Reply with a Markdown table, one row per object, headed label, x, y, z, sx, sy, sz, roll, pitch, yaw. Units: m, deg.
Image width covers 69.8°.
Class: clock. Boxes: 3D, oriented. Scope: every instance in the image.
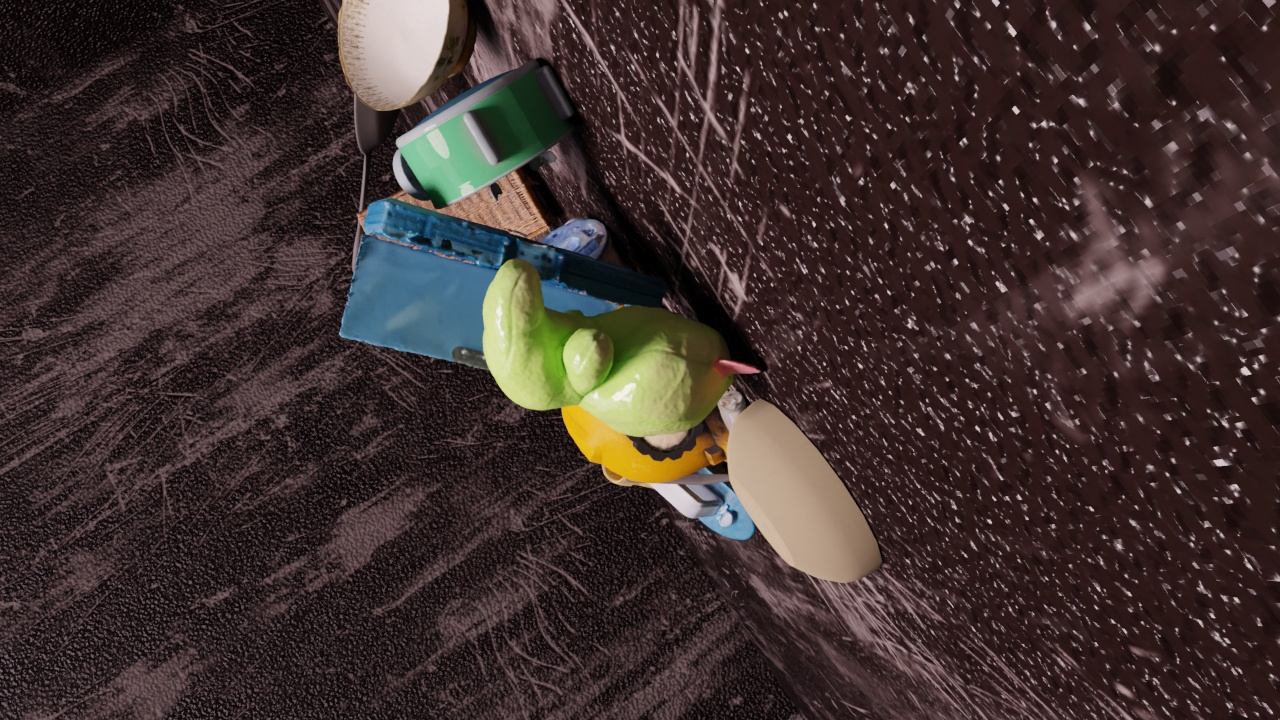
| label | x | y | z | sx | sy | sz | roll | pitch | yaw |
| --- | --- | --- | --- | --- | --- | --- | --- | --- | --- |
| clock | -0.125 | -0.164 | 0.699 | 0.162 | 0.121 | 0.075 | -2 | 124 | 54 |
| clock | -0.066 | -0.090 | 0.850 | 0.052 | 0.089 | 0.125 | 53 | 176 | -39 |

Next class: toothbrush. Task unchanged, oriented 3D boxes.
| label | x | y | z | sx | sy | sz | roll | pitch | yaw |
| --- | --- | --- | --- | --- | --- | --- | --- | --- | --- |
| toothbrush | 0.100 | 0.088 | 0.798 | 0.186 | 0.024 | 0.022 | 63 | -150 | -45 |
| toothbrush | 0.051 | 0.119 | 0.923 | 0.168 | 0.012 | 0.013 | -4 | 142 | 37 |

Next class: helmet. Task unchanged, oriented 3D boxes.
| label | x | y | z | sx | sy | sz | roll | pitch | yaw |
| --- | --- | --- | --- | --- | --- | --- | --- | --- | --- |
| helmet | -0.008 | 0.045 | 0.894 | 0.205 | 0.131 | 0.255 | 57 | 174 | -10 |

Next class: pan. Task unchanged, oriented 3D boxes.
| label | x | y | z | sx | sy | sz | roll | pitch | yaw |
| --- | --- | --- | --- | --- | --- | --- | --- | --- | --- |
| pan | -0.291 | -0.265 | 1.025 | 0.216 | 0.024 | 0.355 | -99 | 21 | -68 |

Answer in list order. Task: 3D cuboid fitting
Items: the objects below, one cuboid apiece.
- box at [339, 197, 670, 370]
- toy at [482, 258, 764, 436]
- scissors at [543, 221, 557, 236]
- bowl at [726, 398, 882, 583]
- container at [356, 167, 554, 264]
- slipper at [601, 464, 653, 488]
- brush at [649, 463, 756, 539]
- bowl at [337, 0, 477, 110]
| label | x | y | z | sx | sy | sz | roll | pitch | yaw |
| --- | --- | --- | --- | --- | --- | --- | --- | --- | --- |
| box | -0.106 | -0.041 | 0.719 | 0.231 | 0.112 | 0.094 | 14 | 180 | -26 |
| toy | -0.021 | 0.001 | 0.644 | 0.197 | 0.107 | 0.150 | 24 | 176 | -12 |
| scissors | -0.147 | -0.211 | 1.148 | 0.165 | 0.012 | 0.150 | 49 | 170 | 30 |
| bowl | 0.110 | 0.105 | 0.684 | 0.152 | 0.050 | 0.152 | 55 | 173 | 9 |
| container | -0.205 | -0.159 | 1.034 | 0.113 | 0.198 | 0.113 | 62 | -176 | -13 |
| slipper | -0.019 | 0.106 | 1.182 | 0.261 | 0.079 | 0.111 | 37 | -132 | -60 |
| brush | 0.066 | 0.144 | 0.985 | 0.136 | 0.055 | 0.075 | 40 | -152 | 14 |
| bowl | -0.183 | -0.277 | 0.764 | 0.063 | 0.145 | 0.145 | -2 | -132 | -52 |
